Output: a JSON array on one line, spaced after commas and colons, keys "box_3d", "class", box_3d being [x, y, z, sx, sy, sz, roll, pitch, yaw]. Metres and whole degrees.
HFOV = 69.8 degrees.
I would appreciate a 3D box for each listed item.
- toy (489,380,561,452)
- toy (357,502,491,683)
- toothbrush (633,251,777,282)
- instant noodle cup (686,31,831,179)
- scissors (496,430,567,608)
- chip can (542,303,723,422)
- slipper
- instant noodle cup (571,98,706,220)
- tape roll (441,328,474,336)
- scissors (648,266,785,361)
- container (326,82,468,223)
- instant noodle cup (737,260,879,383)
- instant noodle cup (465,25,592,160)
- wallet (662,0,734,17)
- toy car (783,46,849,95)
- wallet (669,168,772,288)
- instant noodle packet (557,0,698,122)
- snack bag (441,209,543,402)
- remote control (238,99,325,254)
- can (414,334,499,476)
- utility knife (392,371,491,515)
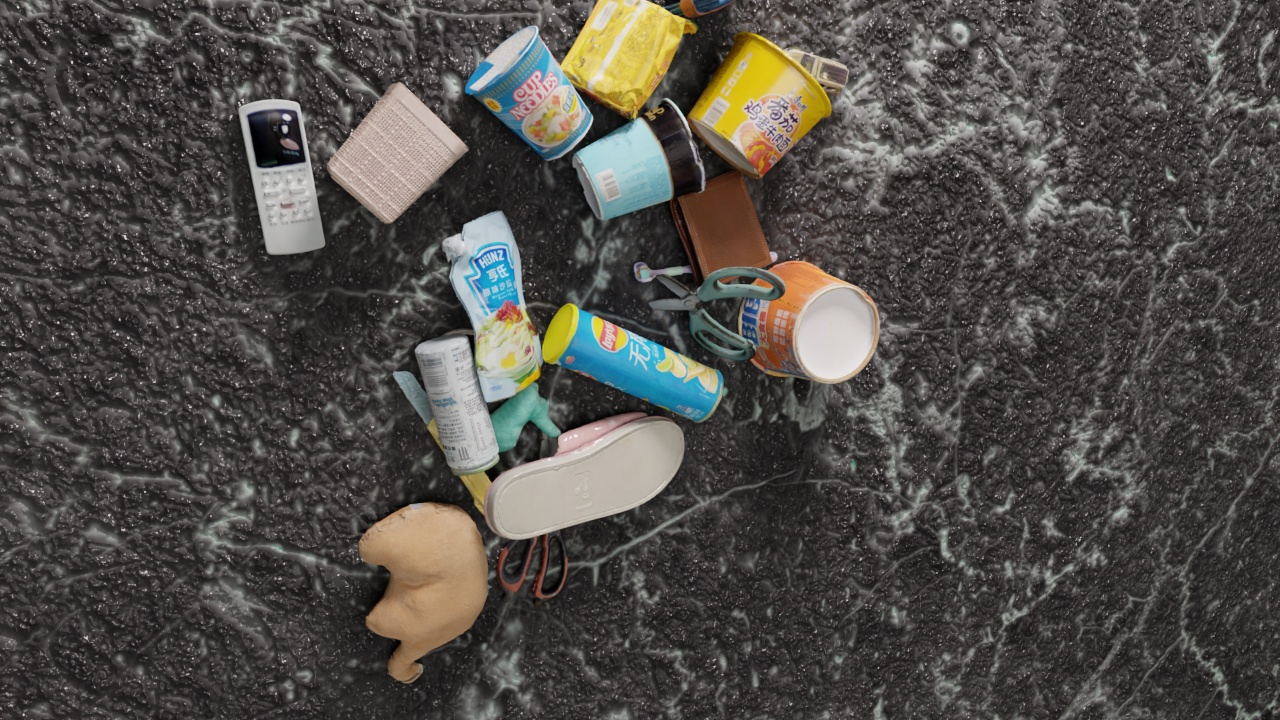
[{"box_3d": [-0.140, 0.068, 1.049, 0.092, 0.030, 0.096, -45, 106, -5], "class": "toy"}, {"box_3d": [-0.238, 0.267, 1.035, 0.143, 0.082, 0.226, -5, 107, -16], "class": "toy"}, {"box_3d": [0.082, -0.116, 1.105, 0.189, 0.021, 0.029, -9, 62, -22], "class": "toothbrush"}, {"box_3d": [0.127, -0.278, 1.027, 0.138, 0.138, 0.110, 37, 94, -25], "class": "instant noodle cup"}, {"box_3d": [-0.129, 0.189, 1.091, 0.192, 0.015, 0.207, -36, 113, -11], "class": "scissors"}, {"box_3d": [-0.006, 0.006, 1.067, 0.210, 0.071, 0.071, 24, 92, -25], "class": "chip can"}, {"box_3d": [-0.064, 0.132, 1.074, 0.273, 0.054, 0.114, -19, 113, -33], "class": "slipper"}, {"box_3d": [-0.006, -0.212, 1.006, 0.120, 0.111, 0.111, -25, 111, -6], "class": "instant noodle cup"}, {"box_3d": [-0.195, 0.007, 1.022, 0.085, 0.014, 0.086, -5, 104, -21], "class": "tape roll"}, {"box_3d": [0.100, -0.052, 1.080, 0.180, 0.171, 0.019, 56, 38, -44], "class": "scissors"}, {"box_3d": [-0.246, -0.203, 0.913, 0.090, 0.090, 0.111, 43, 88, -25], "class": "container"}, {"box_3d": [0.211, -0.042, 1.123, 0.151, 0.111, 0.151, -5, 104, -22], "class": "instant noodle cup"}, {"box_3d": [-0.109, -0.272, 0.954, 0.099, 0.099, 0.110, -49, 122, -5], "class": "instant noodle cup"}, {"box_3d": [0.092, -0.401, 0.978, 0.106, 0.133, 0.040, -31, 111, -14], "class": "wallet"}, {"box_3d": [0.204, -0.345, 1.092, 0.090, 0.035, 0.042, 9, 98, -21], "class": "toy car"}, {"box_3d": [0.096, -0.153, 1.083, 0.101, 0.032, 0.124, -25, 101, -23], "class": "wallet"}, {"box_3d": [-0.016, -0.332, 0.981, 0.111, 0.044, 0.128, 33, 88, 13], "class": "instant noodle packet"}, {"box_3d": [-0.156, -0.059, 0.989, 0.110, 0.039, 0.191, -32, 118, -45], "class": "snack bag"}, {"box_3d": [-0.354, -0.180, 0.909, 0.058, 0.021, 0.150, -12, 107, -20], "class": "remote control"}, {"box_3d": [-0.196, 0.047, 0.990, 0.058, 0.058, 0.147, -18, 109, -18], "class": "can"}, {"box_3d": [-0.214, 0.098, 1.039, 0.031, 0.022, 0.219, -36, 109, -17], "class": "utility knife"}]
